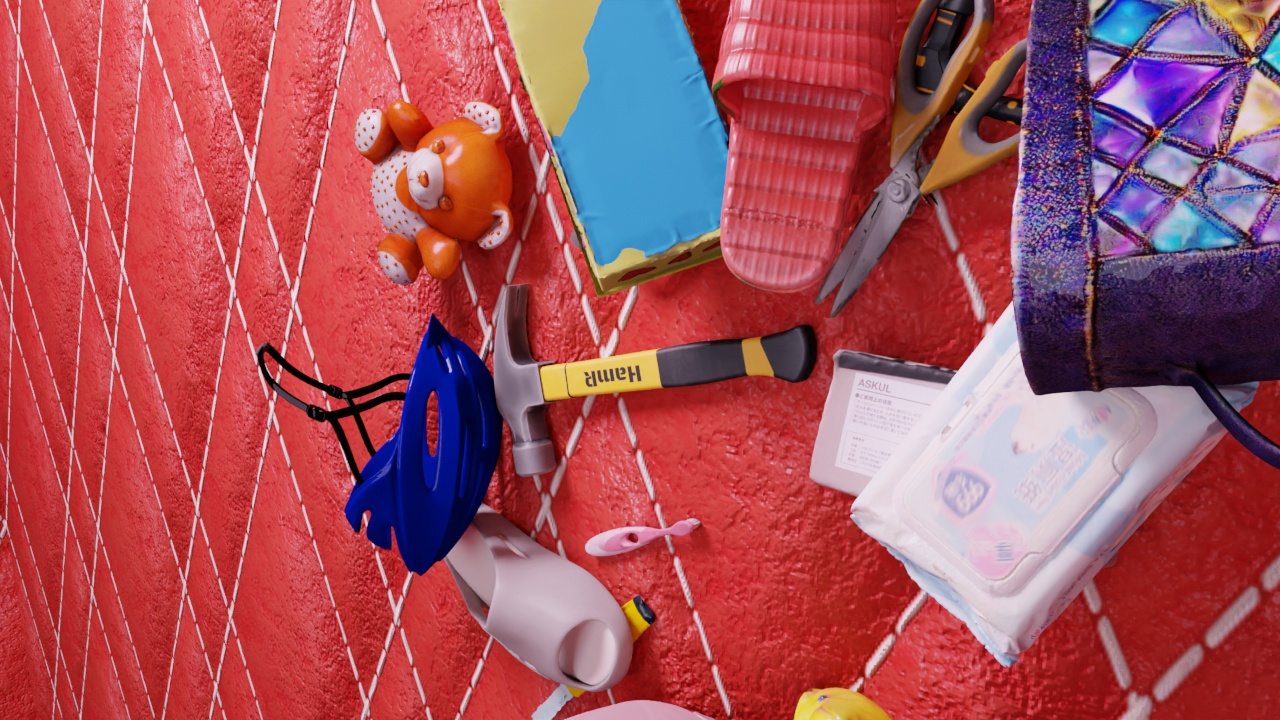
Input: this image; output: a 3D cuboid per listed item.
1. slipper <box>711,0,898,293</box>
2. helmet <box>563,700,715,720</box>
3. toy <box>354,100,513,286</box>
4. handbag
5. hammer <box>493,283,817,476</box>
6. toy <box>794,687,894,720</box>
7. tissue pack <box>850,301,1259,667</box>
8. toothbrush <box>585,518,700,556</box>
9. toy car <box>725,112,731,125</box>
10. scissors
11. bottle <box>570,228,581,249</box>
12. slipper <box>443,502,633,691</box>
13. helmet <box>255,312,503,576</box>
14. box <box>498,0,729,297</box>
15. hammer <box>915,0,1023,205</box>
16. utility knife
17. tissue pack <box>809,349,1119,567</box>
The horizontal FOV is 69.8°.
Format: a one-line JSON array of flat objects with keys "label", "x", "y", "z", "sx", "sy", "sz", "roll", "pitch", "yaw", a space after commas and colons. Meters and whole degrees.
[{"label": "slipper", "x": 0.095, "y": -0.162, "z": 0.542, "sx": 0.103, "sy": 0.059, "sz": 0.249, "roll": 7, "pitch": 100, "yaw": 11}, {"label": "helmet", "x": 0.033, "y": 0.371, "z": 0.680, "sx": 0.255, "sy": 0.152, "sz": 0.230, "roll": -150, "pitch": 48, "yaw": -66}, {"label": "toy", "x": -0.184, "y": -0.153, "z": 0.816, "sx": 0.173, "sy": 0.092, "sz": 0.164, "roll": -4, "pitch": 95, "yaw": 40}, {"label": "handbag", "x": 0.259, "y": -0.065, "z": 0.358, "sx": 0.205, "sy": 0.125, "sz": 0.221, "roll": -5, "pitch": 70, "yaw": 28}, {"label": "hammer", "x": -0.004, "y": 0.004, "z": 0.738, "sx": 0.325, "sy": 0.034, "sz": 0.170, "roll": -7, "pitch": 93, "yaw": 40}, {"label": "toy", "x": 0.166, "y": 0.311, "z": 0.600, "sx": 0.087, "sy": 0.134, "sz": 0.193, "roll": -22, "pitch": 76, "yaw": -1}, {"label": "tissue pack", "x": 0.203, "y": 0.050, "z": 0.470, "sx": 0.112, "sy": 0.070, "sz": 0.182, "roll": 44, "pitch": 108, "yaw": 34}, {"label": "toothbrush", "x": -0.001, "y": 0.149, "z": 0.775, "sx": 0.135, "sy": 0.016, "sz": 0.021, "roll": -22, "pitch": 84, "yaw": 44}, {"label": "toy car", "x": 0.080, "y": -0.197, "z": 0.604, "sx": 0.049, "sy": 0.051, "sz": 0.100, "roll": -2, "pitch": 98, "yaw": 39}, {"label": "scissors", "x": 0.158, "y": -0.123, "z": 0.552, "sx": 0.134, "sy": 0.016, "sz": 0.229, "roll": 57, "pitch": 133, "yaw": 22}, {"label": "bottle", "x": -0.023, "y": -0.140, "z": 0.720, "sx": 0.030, "sy": 0.030, "sz": 0.113, "roll": 41, "pitch": 123, "yaw": 27}, {"label": "slipper", "x": -0.124, "y": 0.216, "z": 0.844, "sx": 0.266, "sy": 0.080, "sz": 0.113, "roll": 31, "pitch": 114, "yaw": 38}, {"label": "helmet", "x": -0.242, "y": 0.068, "z": 0.835, "sx": 0.148, "sy": 0.227, "sz": 0.241, "roll": -149, "pitch": 73, "yaw": -77}, {"label": "box", "x": -0.011, "y": -0.166, "z": 0.637, "sx": 0.124, "sy": 0.082, "sz": 0.221, "roll": -21, "pitch": 88, "yaw": -1}, {"label": "hammer", "x": 0.275, "y": -0.105, "z": 0.470, "sx": 0.321, "sy": 0.036, "sz": 0.123, "roll": 29, "pitch": 118, "yaw": 36}, {"label": "utility knife", "x": -0.050, "y": 0.282, "z": 0.843, "sx": 0.219, "sy": 0.019, "sz": 0.030, "roll": -51, "pitch": 60, "yaw": 30}, {"label": "tissue pack", "x": 0.199, "y": 0.059, "z": 0.557, "sx": 0.182, "sy": 0.071, "sz": 0.104, "roll": 12, "pitch": 92, "yaw": 36}]
